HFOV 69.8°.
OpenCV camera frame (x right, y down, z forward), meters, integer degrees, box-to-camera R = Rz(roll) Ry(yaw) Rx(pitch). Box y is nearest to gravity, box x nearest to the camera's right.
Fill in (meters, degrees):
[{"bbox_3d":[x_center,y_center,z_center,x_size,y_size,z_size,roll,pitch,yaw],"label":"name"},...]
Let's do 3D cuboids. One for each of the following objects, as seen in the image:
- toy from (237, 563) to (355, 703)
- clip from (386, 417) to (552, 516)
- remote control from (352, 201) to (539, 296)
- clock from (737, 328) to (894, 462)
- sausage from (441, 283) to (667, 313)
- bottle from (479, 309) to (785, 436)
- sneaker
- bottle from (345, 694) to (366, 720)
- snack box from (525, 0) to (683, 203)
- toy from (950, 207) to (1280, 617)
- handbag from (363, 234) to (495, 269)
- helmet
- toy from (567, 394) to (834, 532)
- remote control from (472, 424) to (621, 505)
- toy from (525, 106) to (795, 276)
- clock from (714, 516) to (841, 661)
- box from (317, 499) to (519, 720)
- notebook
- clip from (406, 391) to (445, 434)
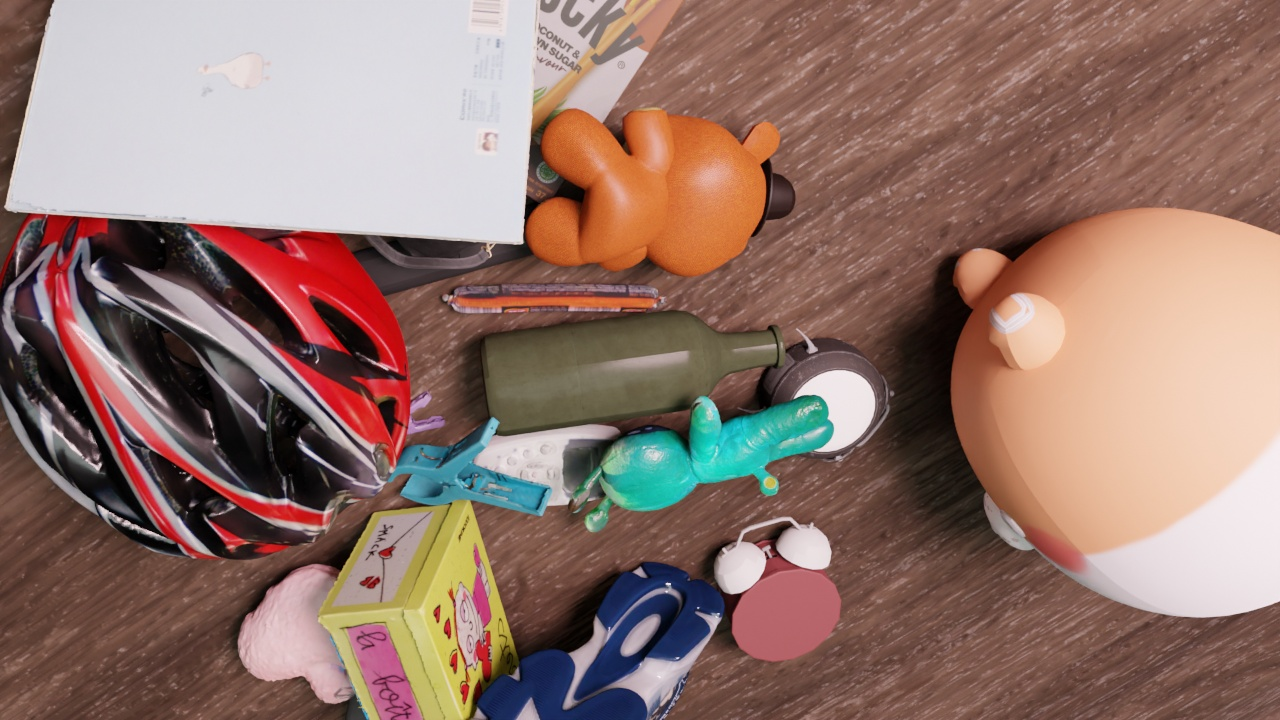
[{"bbox_3d":[-0.239,0.207,0.680,0.108,0.053,0.105,-41,101,12],"label":"toy"},{"bbox_3d":[-0.131,0.070,0.626,0.120,0.027,0.103,-11,125,35],"label":"clip"},{"bbox_3d":[-0.122,-0.072,0.605,0.147,0.015,0.033,-16,116,-4],"label":"remote control"},{"bbox_3d":[0.141,0.033,0.691,0.122,0.043,0.091,29,105,-22],"label":"clock"},{"bbox_3d":[-0.057,-0.043,0.630,0.155,0.020,0.020,-1,114,-11],"label":"sausage"},{"bbox_3d":[-0.004,0.004,0.633,0.206,0.071,0.071,-8,115,-8],"label":"bottle"},{"bbox_3d":[-0.036,0.271,0.674,0.103,0.268,0.133,24,125,27],"label":"sneaker"},{"bbox_3d":[-0.207,0.238,0.720,0.030,0.030,0.113,11,111,-16],"label":"bottle"},{"bbox_3d":[-0.049,-0.199,0.553,0.101,0.031,0.186,30,105,-22],"label":"snack box"},{"bbox_3d":[0.336,0.027,0.614,0.280,0.262,0.266,35,111,-5],"label":"toy"},{"bbox_3d":[-0.134,-0.106,0.539,0.079,0.054,0.128,-11,127,41],"label":"handbag"},{"bbox_3d":[-0.256,0.019,0.553,0.217,0.166,0.272,-17,129,6],"label":"helmet"},{"bbox_3d":[0.041,0.072,0.637,0.193,0.072,0.131,-18,153,8],"label":"toy"},{"bbox_3d":[-0.067,0.077,0.677,0.114,0.028,0.060,-1,115,-11],"label":"remote control"},{"bbox_3d":[0.019,-0.102,0.575,0.176,0.096,0.112,4,127,-18],"label":"toy"},{"bbox_3d":[0.112,0.186,0.752,0.096,0.048,0.138,-15,116,-5],"label":"clock"},{"bbox_3d":[-0.145,0.227,0.672,0.080,0.124,0.221,-9,115,10],"label":"box"},{"bbox_3d":[-0.182,-0.153,0.481,0.253,0.009,0.181,3,75,-3],"label":"notebook"},{"bbox_3d":[-0.161,0.045,0.653,0.045,0.014,0.051,38,99,-26],"label":"clip"}]
